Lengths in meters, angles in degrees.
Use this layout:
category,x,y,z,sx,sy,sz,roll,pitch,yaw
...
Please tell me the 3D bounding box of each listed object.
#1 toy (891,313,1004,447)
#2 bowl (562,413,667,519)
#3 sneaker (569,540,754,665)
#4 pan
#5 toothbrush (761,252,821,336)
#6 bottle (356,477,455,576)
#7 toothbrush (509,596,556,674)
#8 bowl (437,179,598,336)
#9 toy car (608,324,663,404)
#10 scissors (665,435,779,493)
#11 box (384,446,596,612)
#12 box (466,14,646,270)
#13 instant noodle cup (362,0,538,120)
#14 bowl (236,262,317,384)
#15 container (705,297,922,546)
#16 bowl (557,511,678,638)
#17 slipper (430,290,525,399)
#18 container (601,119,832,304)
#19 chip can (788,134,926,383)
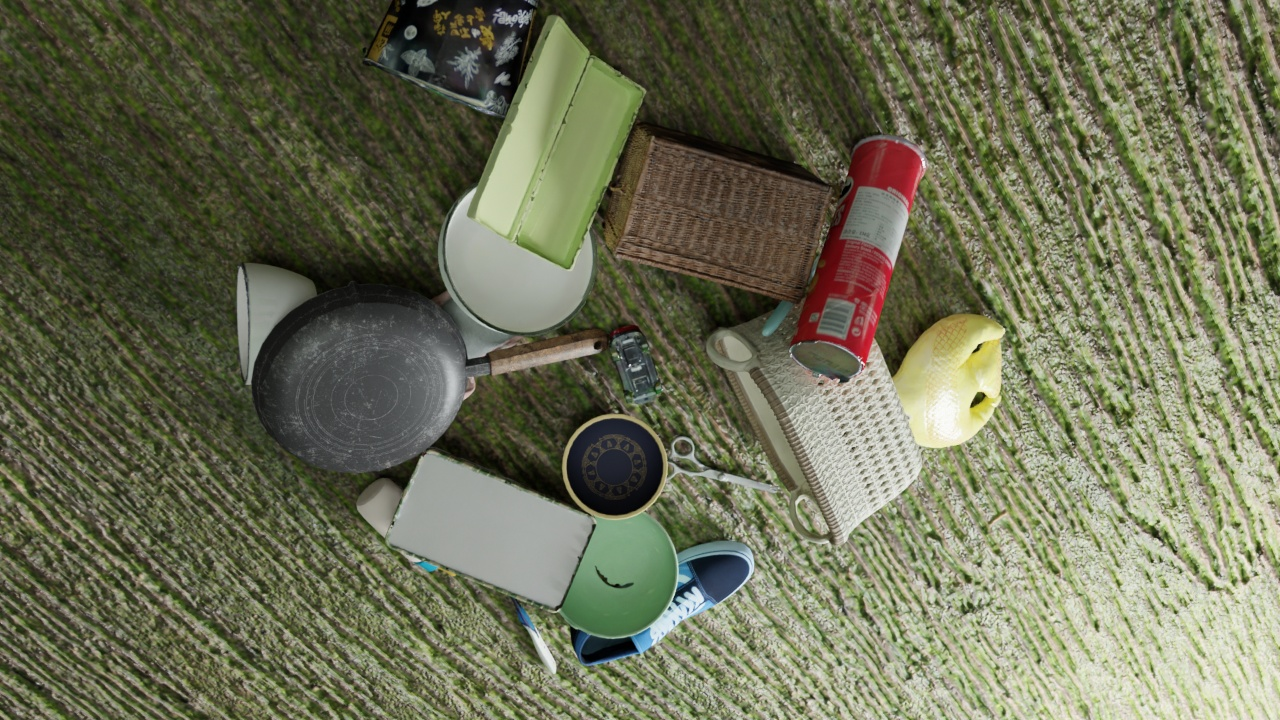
category,x,y,z,sx,sy,sz,roll,pitch,yaw
toy,0.334,0.030,1.009,0.154,0.064,0.171,-18,124,-11
bowl,-0.028,0.116,1.005,0.112,0.061,0.112,0,83,-2
sneaker,0.030,0.301,1.088,0.241,0.098,0.083,-25,117,6
pan,-0.188,0.012,0.898,0.356,0.040,0.208,-11,123,-21
toothbrush,0.172,-0.089,0.905,0.180,0.016,0.016,-50,125,-20
bottle,-0.254,0.195,1.031,0.051,0.051,0.146,-33,115,10
toothbrush,-0.144,0.321,1.127,0.017,0.016,0.189,-17,117,13
bowl,-0.123,-0.098,0.870,0.153,0.073,0.153,1,89,-30
toy car,-0.006,0.006,0.973,0.042,0.036,0.091,-18,116,2
scissors,0.076,0.137,1.060,0.170,0.014,0.095,37,105,-18
box,-0.158,0.181,0.984,0.205,0.050,0.117,22,83,-7
box,-0.076,-0.187,0.811,0.141,0.044,0.187,23,88,-53
instant noodle cup,-0.152,-0.278,0.771,0.137,0.137,0.112,19,102,-15
bowl,-0.347,-0.035,0.879,0.065,0.116,0.116,-2,118,-28
container,0.179,0.056,0.945,0.143,0.184,0.246,-30,117,-3
bowl,-0.029,0.235,1.048,0.151,0.077,0.151,-1,85,8
slipper,-0.226,0.005,0.939,0.275,0.054,0.114,-35,115,9
container,0.069,-0.142,0.865,0.198,0.113,0.113,12,111,-13
chip can,0.202,-0.096,0.846,0.073,0.073,0.232,30,66,-19
